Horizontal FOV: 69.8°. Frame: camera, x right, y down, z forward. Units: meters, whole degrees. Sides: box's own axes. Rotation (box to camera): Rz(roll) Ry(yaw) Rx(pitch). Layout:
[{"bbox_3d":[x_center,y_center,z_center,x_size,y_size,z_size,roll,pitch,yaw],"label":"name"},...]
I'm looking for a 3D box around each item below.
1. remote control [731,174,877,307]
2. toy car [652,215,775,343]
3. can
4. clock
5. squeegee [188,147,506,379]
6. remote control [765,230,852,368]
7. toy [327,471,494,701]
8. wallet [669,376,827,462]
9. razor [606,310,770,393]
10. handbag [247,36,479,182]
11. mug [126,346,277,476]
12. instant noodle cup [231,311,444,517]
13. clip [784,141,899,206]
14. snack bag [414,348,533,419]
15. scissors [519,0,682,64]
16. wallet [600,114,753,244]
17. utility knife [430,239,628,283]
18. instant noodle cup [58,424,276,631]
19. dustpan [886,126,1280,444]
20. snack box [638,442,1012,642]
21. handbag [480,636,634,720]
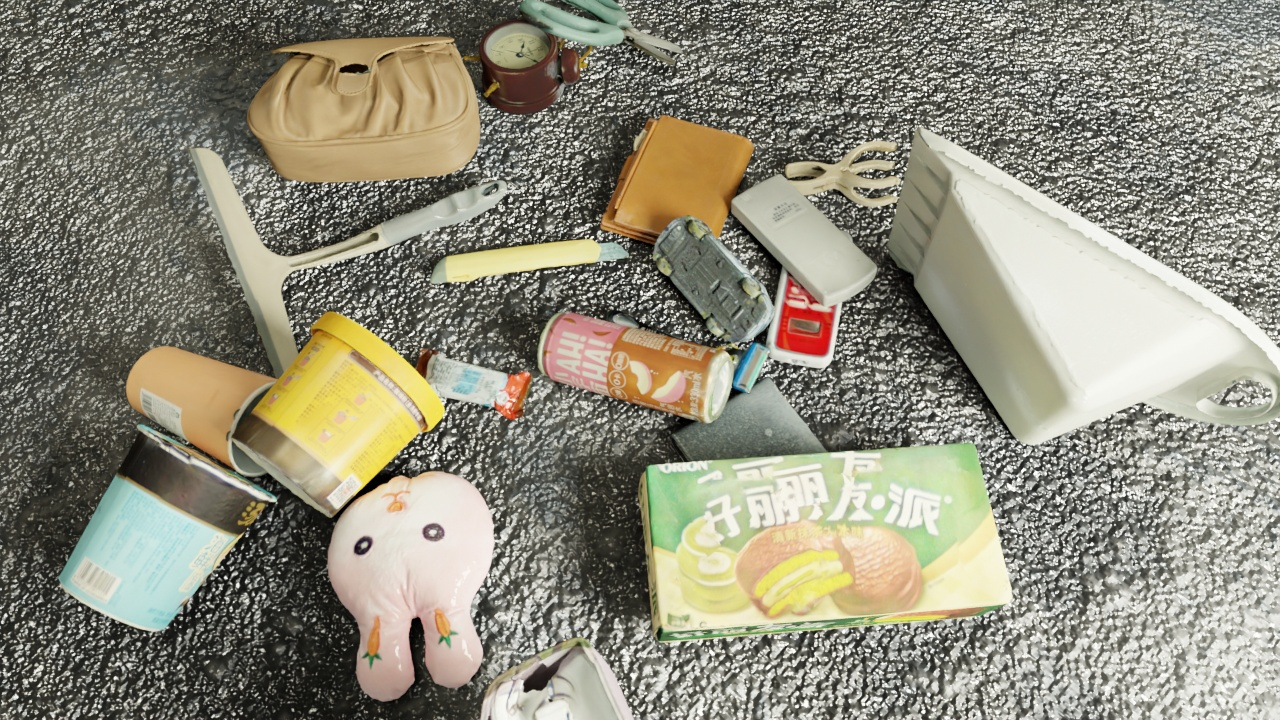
[{"bbox_3d":[0.137,-0.103,0.778,0.056,0.019,0.135,-31,61,-15],"label":"remote control"},{"bbox_3d":[0.061,-0.068,0.769,0.120,0.036,0.054,50,117,18],"label":"toy car"},{"bbox_3d":[-0.004,0.004,0.721,0.147,0.058,0.057,15,63,21],"label":"can"},{"bbox_3d":[-0.106,-0.293,0.901,0.122,0.055,0.082,-23,62,-11],"label":"clock"},{"bbox_3d":[-0.236,-0.113,0.821,0.246,0.039,0.246,-22,80,-15],"label":"squeegee"},{"bbox_3d":[0.144,-0.057,0.776,0.056,0.020,0.135,11,63,10],"label":"remote control"},{"bbox_3d":[-0.162,0.157,0.661,0.121,0.054,0.159,-12,66,-2],"label":"toy"},{"bbox_3d":[0.094,0.081,0.706,0.097,0.019,0.121,-30,66,-13],"label":"wallet"},{"bbox_3d":[0.035,-0.012,0.758,0.143,0.022,0.042,21,71,21],"label":"razor"},{"bbox_3d":[-0.256,-0.242,0.857,0.204,0.100,0.147,-4,60,-2],"label":"handbag"},{"bbox_3d":[-0.341,0.035,0.728,0.123,0.078,0.078,19,64,19],"label":"mug"},{"bbox_3d":[-0.228,0.045,0.686,0.118,0.119,0.114,30,66,18],"label":"instant noodle cup"},{"bbox_3d":[0.187,-0.156,0.821,0.104,0.035,0.089,-19,61,-2],"label":"clip"},{"bbox_3d":[-0.140,0.019,0.748,0.105,0.026,0.045,13,72,11],"label":"snack bag"},{"bbox_3d":[-0.046,-0.331,0.906,0.174,0.019,0.176,39,38,17],"label":"scissors"},{"bbox_3d":[0.034,-0.160,0.834,0.108,0.031,0.131,17,64,9],"label":"wallet"},{"bbox_3d":[-0.098,-0.090,0.811,0.175,0.019,0.031,-9,65,0],"label":"utility knife"},{"bbox_3d":[-0.347,0.125,0.667,0.111,0.111,0.120,24,74,16],"label":"instant noodle cup"},{"bbox_3d":[0.310,-0.043,0.652,0.142,0.223,0.257,-26,73,3],"label":"dustpan"},{"bbox_3d":[0.122,0.127,0.640,0.240,0.063,0.114,-3,66,-3],"label":"snack box"},{"bbox_3d":[-0.028,0.254,0.516,0.098,0.197,0.144,-18,61,-7],"label":"handbag"}]
